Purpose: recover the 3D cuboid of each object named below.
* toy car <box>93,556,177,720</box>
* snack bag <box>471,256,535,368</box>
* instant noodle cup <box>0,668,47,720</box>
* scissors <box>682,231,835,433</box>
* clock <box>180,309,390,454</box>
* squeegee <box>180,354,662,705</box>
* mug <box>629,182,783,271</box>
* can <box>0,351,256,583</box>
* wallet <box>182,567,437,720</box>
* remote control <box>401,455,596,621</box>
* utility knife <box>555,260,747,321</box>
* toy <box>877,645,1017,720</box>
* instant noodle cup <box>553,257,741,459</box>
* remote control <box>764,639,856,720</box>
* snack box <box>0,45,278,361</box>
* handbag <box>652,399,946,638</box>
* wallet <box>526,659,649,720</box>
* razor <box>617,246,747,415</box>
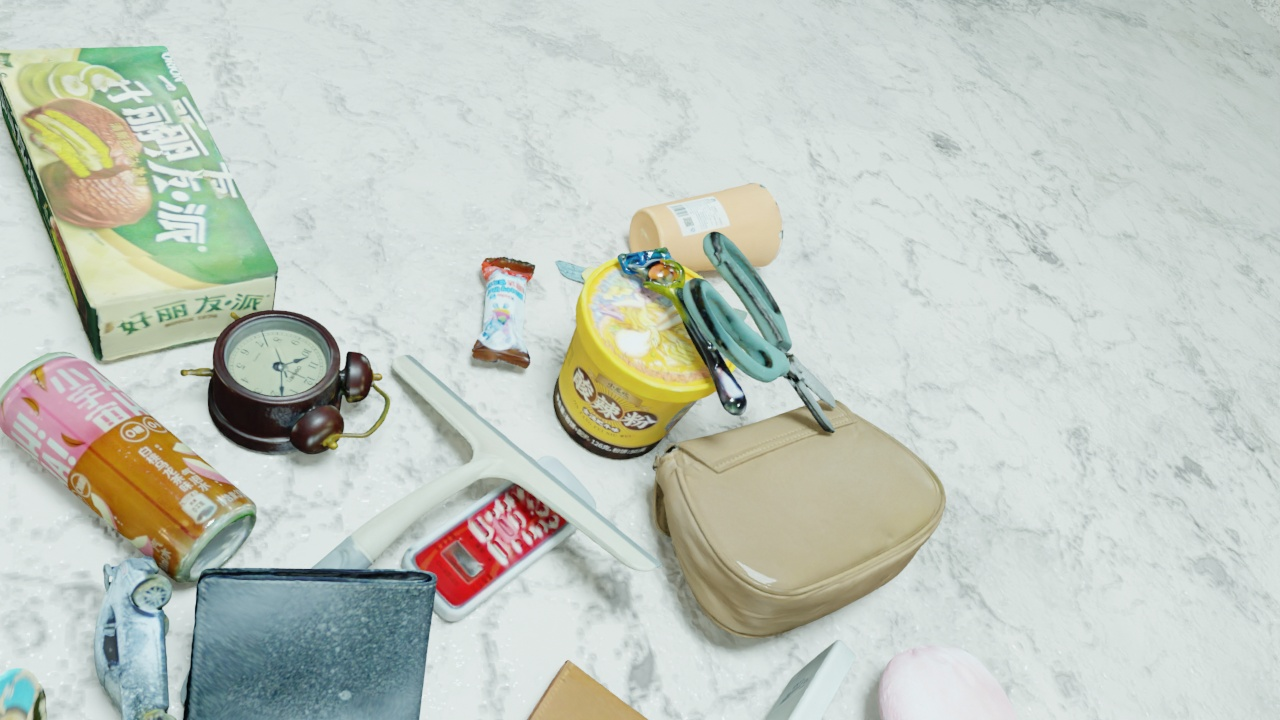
[{"bbox_3d":[-0.253,0.159,0.463,0.036,0.054,0.120,-5,57,-32],"label":"toy car"},{"bbox_3d":[-0.106,-0.038,0.713,0.045,0.026,0.105,13,51,-20],"label":"snack bag"},{"bbox_3d":[-0.333,0.182,0.379,0.120,0.111,0.111,6,51,-11],"label":"instant noodle cup"},{"bbox_3d":[0.086,-0.029,0.657,0.174,0.019,0.176,35,31,-33],"label":"scissors"},{"bbox_3d":[-0.222,0.017,0.591,0.122,0.055,0.081,24,46,-3],"label":"clock"},{"bbox_3d":[-0.158,0.109,0.540,0.246,0.039,0.245,36,53,25],"label":"squeegee"},{"bbox_3d":[0.056,-0.114,0.824,0.122,0.078,0.078,-12,60,-28],"label":"mug"},{"bbox_3d":[-0.291,0.060,0.521,0.147,0.058,0.057,38,47,6],"label":"can"},{"bbox_3d":[-0.173,0.158,0.485,0.120,0.097,0.019,6,10,-20],"label":"wallet"},{"bbox_3d":[-0.089,0.113,0.603,0.056,0.020,0.135,45,49,14],"label":"remote control"},{"bbox_3d":[0.011,-0.058,0.792,0.175,0.019,0.030,19,44,-12],"label":"utility knife"},{"bbox_3d":[0.219,0.265,0.603,0.121,0.054,0.159,1,52,-38],"label":"toy"},{"bbox_3d":[-0.004,0.004,0.667,0.118,0.115,0.118,14,50,-17],"label":"instant noodle cup"},{"bbox_3d":[0.089,0.223,0.556,0.019,0.056,0.134,43,34,11],"label":"remote control"},{"bbox_3d":[-0.350,-0.118,0.633,0.114,0.063,0.240,-16,61,-36],"label":"snack box"},{"bbox_3d":[0.109,0.109,0.654,0.204,0.100,0.147,-13,53,-33],"label":"handbag"},{"bbox_3d":[-0.015,0.246,0.517,0.132,0.031,0.107,35,36,4],"label":"wallet"},{"bbox_3d":[0.034,-0.024,0.614,0.042,0.022,0.142,-13,61,-30],"label":"razor"}]
